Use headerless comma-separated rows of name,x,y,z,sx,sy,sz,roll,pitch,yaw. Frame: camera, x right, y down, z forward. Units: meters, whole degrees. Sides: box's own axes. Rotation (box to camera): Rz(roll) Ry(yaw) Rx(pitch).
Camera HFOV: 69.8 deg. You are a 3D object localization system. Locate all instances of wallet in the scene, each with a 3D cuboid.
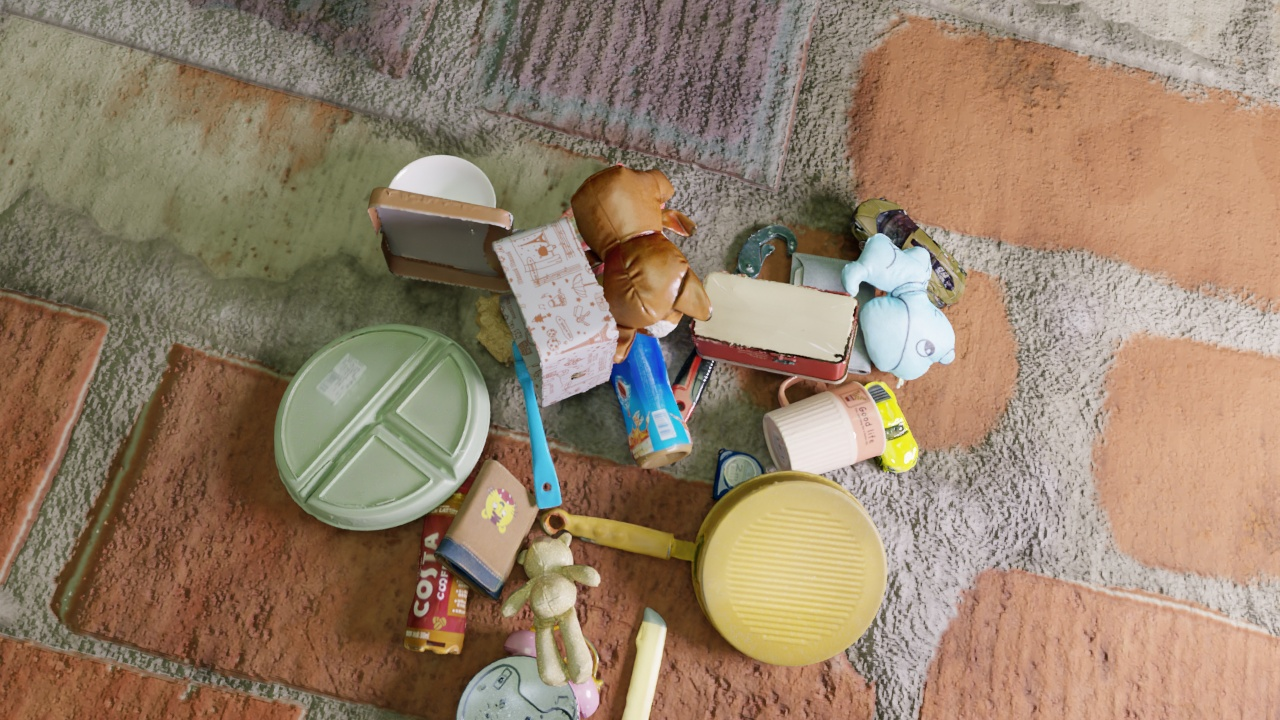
wallet,-0.149,0.169,0.917,0.090,0.033,0.115,50,46,-31
wallet,0.214,-0.055,1.041,0.106,0.037,0.129,9,74,-3

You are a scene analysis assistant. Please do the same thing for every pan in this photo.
pan,0.073,0.198,0.942,0.357,0.078,0.198,9,93,-4

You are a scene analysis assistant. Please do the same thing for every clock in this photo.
clock,-0.106,0.333,0.898,0.117,0.060,0.158,37,77,7

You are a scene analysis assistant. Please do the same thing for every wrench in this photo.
wrench,0.098,-0.046,1.039,0.056,0.016,0.273,29,74,9

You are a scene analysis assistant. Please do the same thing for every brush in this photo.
brush,-0.122,0.033,0.979,0.083,0.046,0.254,-10,70,-12

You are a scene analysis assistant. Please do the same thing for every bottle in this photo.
bottle,-0.006,0.006,0.989,0.065,0.065,0.218,-15,71,-9
bottle,-0.196,0.203,0.925,0.057,0.057,0.174,7,74,-3

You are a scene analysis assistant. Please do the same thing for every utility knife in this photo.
utility knife,-0.006,0.353,0.920,0.031,0.021,0.204,14,67,2

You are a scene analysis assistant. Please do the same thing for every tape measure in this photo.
tape measure,0.105,0.127,0.988,0.054,0.025,0.058,11,78,-4

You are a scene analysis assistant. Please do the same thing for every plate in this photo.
plate,-0.270,0.061,0.947,0.230,0.027,0.229,-2,65,4

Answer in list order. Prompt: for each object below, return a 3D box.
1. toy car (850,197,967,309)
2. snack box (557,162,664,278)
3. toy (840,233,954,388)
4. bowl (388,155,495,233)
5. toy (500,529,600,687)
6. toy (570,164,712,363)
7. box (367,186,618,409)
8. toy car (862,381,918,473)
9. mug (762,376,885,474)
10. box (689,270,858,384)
toy car,0.306,-0.123,1.050,0.158,0.042,0.070,41,66,-6
snack box,-0.049,-0.150,1.049,0.075,0.025,0.152,42,76,7
toy,0.287,-0.050,1.014,0.161,0.050,0.156,16,95,-14
bowl,-0.218,-0.160,1.018,0.118,0.065,0.118,1,75,-5
toy,-0.082,0.242,0.898,0.105,0.066,0.157,-25,48,10
toy,-0.002,-0.103,0.958,0.140,0.130,0.199,-32,58,21
box,-0.133,-0.076,0.901,0.270,0.180,0.134,37,73,5
toy car,0.272,0.073,1.014,0.048,0.032,0.105,-19,79,-10
mug,0.189,0.065,0.986,0.106,0.082,0.114,-18,65,-8
box,0.142,-0.041,0.974,0.168,0.076,0.091,11,71,14
